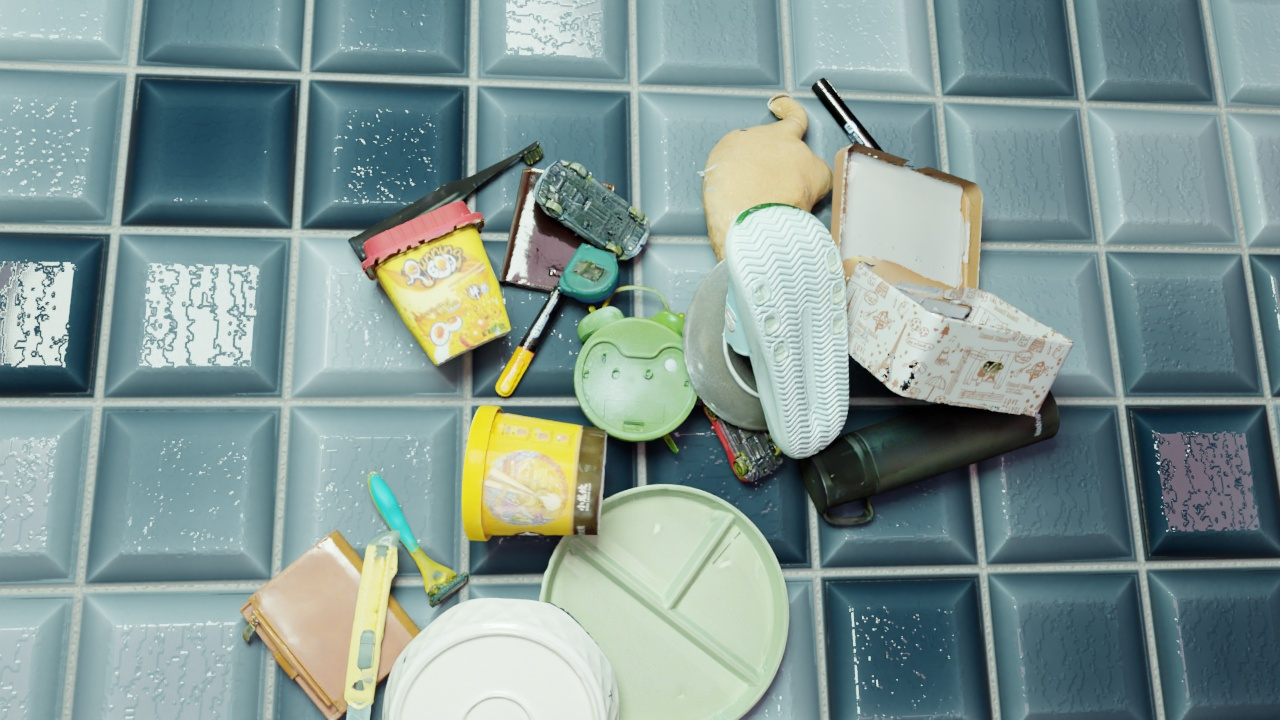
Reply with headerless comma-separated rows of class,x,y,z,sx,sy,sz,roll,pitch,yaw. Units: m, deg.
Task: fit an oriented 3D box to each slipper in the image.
slipper,0.126,-0.025,0.806,0.103,0.074,0.246,-27,120,-22

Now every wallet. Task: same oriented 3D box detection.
wallet,-0.082,-0.125,0.911,0.096,0.020,0.122,11,79,-4
wallet,-0.275,0.236,0.805,0.119,0.035,0.130,-40,86,-14

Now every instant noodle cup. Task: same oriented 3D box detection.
instant noodle cup,-0.181,-0.066,0.846,0.116,0.116,0.123,-26,93,-11
instant noodle cup,-0.089,0.102,0.806,0.114,0.118,0.118,4,78,-1

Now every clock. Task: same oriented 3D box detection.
clock,-0.005,0.005,0.872,0.116,0.056,0.161,5,78,-6

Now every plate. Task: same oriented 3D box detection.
plate,0.022,0.229,0.843,0.230,0.027,0.230,1,78,-5
plate,0.125,-0.020,0.854,0.179,0.024,0.179,-2,97,-19
plate,-0.120,0.307,0.780,0.205,0.045,0.205,0,92,-2

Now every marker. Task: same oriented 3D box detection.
marker,0.227,-0.243,0.970,0.022,0.020,0.132,-30,81,-41
marker,-0.104,-0.020,0.882,0.018,0.015,0.123,30,82,-6

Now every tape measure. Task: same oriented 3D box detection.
tape measure,-0.047,-0.083,0.877,0.054,0.025,0.058,20,65,20

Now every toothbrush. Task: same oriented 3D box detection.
toothbrush,-0.188,-0.160,0.904,0.212,0.026,0.027,-33,118,-13

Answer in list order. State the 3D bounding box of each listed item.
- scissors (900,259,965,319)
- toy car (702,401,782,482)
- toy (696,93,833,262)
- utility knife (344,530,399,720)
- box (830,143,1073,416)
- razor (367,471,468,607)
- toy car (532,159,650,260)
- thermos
scissors,0.269,-0.073,0.941,0.133,0.017,0.131,5,80,-2
toy car,0.095,0.064,0.881,0.049,0.031,0.106,-26,89,-24
toy,0.127,-0.176,0.916,0.143,0.083,0.225,6,76,-22
utility knife,-0.235,0.251,0.791,0.031,0.021,0.208,6,82,-5
box,0.269,-0.069,0.859,0.179,0.133,0.271,9,52,-26
razor,-0.209,0.158,0.832,0.043,0.028,0.132,-33,86,-35
toy car,-0.047,-0.145,0.893,0.120,0.037,0.054,33,77,-15
thermos,0.278,0.089,0.889,0.242,0.068,0.090,-18,113,-8
